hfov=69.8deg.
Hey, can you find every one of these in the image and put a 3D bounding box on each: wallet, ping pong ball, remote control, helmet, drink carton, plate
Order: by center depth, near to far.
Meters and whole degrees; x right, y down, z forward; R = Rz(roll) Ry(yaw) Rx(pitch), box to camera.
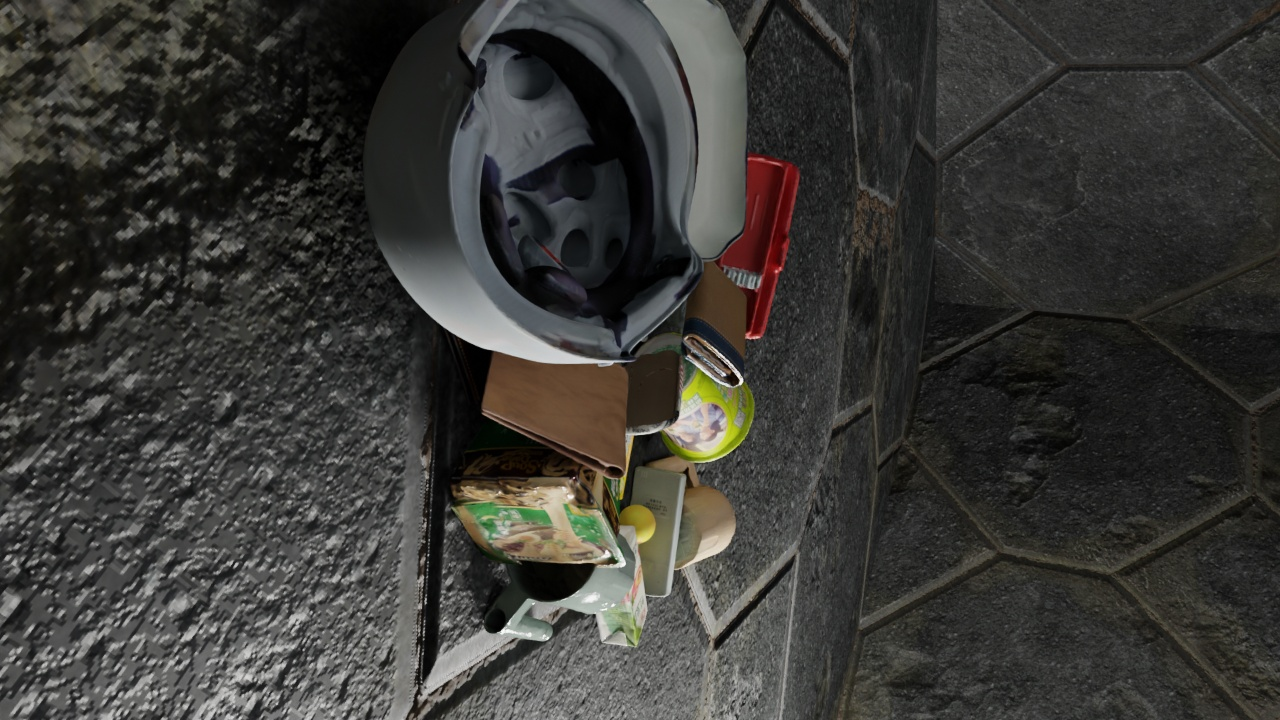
[{"bbox_3d":[-0.071,-0.114,0.569,0.229,0.146,0.257,57,38,-34],"label":"helmet"},{"bbox_3d":[-0.058,0.023,0.654,0.020,0.115,0.101,-48,-154,33],"label":"wallet"},{"bbox_3d":[-0.112,-0.042,0.671,0.096,0.020,0.122,-53,144,-40],"label":"wallet"},{"bbox_3d":[0.040,-0.225,0.875,0.161,0.034,0.265,5,84,-45],"label":"plate"},{"bbox_3d":[0.075,-0.041,0.918,0.090,0.033,0.115,40,43,-34],"label":"wallet"},{"bbox_3d":[-0.025,0.226,0.921,0.053,0.045,0.123,-68,156,-53],"label":"drink carton"},{"bbox_3d":[-0.004,0.171,0.957,0.040,0.040,0.040,8,90,-67],"label":"ping pong ball"},{"bbox_3d":[0.013,0.183,0.983,0.019,0.056,0.135,7,90,-67],"label":"remote control"}]

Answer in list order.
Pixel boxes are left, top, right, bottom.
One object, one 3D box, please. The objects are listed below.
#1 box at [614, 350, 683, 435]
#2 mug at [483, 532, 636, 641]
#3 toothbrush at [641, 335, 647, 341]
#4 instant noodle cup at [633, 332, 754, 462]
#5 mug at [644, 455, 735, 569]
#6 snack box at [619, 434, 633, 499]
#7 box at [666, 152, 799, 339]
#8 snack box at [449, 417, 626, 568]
[{"bbox_3d":[-0.006,0.004,0.826,0.161,0.075,0.086,-78,152,-64],"label":"box"},{"bbox_3d":[-0.069,0.186,0.784,0.124,0.084,0.103,-51,152,-4],"label":"mug"},{"bbox_3d":[-0.020,-0.099,0.855,0.026,0.026,0.221,-51,143,-32],"label":"toothbrush"},{"bbox_3d":[0.047,0.033,0.962,0.123,0.112,0.111,48,53,-51],"label":"instant noodle cup"},{"bbox_3d":[0.046,0.169,1.042,0.103,0.084,0.124,1,71,-65],"label":"mug"},{"bbox_3d":[-0.048,0.082,0.841,0.140,0.034,0.087,21,78,-64],"label":"snack box"},{"bbox_3d":[0.094,-0.129,0.995,0.157,0.069,0.201,8,97,-37],"label":"box"},{"bbox_3d":[-0.068,0.086,0.710,0.118,0.118,0.105,71,25,-45],"label":"snack box"}]
